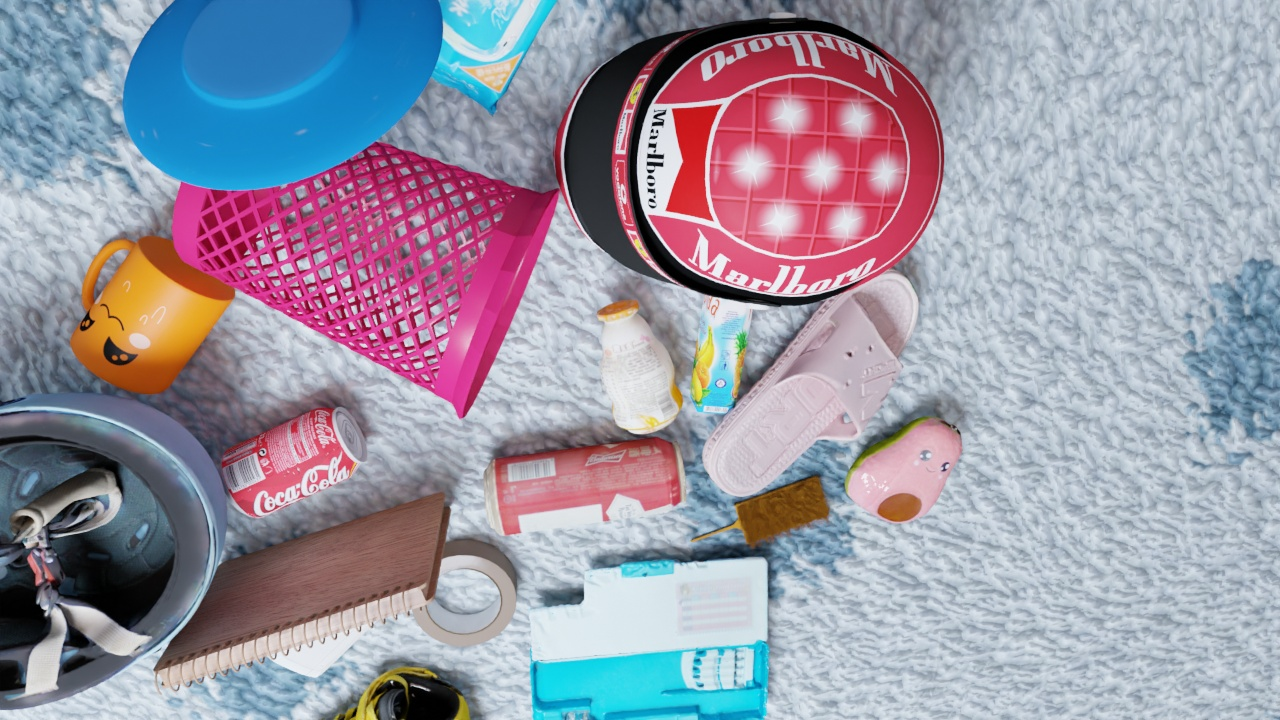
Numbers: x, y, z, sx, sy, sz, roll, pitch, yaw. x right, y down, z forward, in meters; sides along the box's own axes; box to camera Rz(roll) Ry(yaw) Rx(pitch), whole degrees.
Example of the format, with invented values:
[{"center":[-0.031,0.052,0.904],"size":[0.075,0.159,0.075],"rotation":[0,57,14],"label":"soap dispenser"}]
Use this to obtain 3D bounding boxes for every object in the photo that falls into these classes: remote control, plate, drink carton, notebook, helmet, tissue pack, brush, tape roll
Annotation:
[{"center":[-0.271,0.228,0.823],"size":[0.138,0.025,0.060],"rotation":[-44,124,7],"label":"remote control"},{"center":[-0.244,-0.211,0.612],"size":[0.224,0.224,0.024],"rotation":[-18,152,-1],"label":"plate"},{"center":[0.069,-0.019,0.780],"size":[0.038,0.044,0.129],"rotation":[5,109,-9],"label":"drink carton"},{"center":[-0.262,0.181,0.739],"size":[0.210,0.169,0.022],"rotation":[-18,108,-1],"label":"notebook"},{"center":[0.078,-0.138,0.646],"size":[0.271,0.224,0.198],"rotation":[1,103,-8],"label":"helmet"},{"center":[-0.436,0.122,0.701],"size":[0.266,0.166,0.225],"rotation":[-23,109,7],"label":"helmet"},{"center":[-0.112,-0.266,0.671],"size":[0.093,0.061,0.144],"rotation":[30,102,-14],"label":"tissue pack"},{"center":[0.112,0.149,0.851],"size":[0.126,0.017,0.048],"rotation":[-19,109,0],"label":"brush"},{"center":[-0.159,0.211,0.833],"size":[0.093,0.030,0.094],"rotation":[-2,108,-6],"label":"tape roll"}]

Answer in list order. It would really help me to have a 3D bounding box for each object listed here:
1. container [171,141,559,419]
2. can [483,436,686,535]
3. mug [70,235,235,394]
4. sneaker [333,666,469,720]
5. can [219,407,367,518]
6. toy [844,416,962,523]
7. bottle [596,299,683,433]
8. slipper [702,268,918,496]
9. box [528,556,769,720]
[{"center":[-0.199,-0.085,0.670],"size":[0.225,0.183,0.183],"rotation":[23,104,-5],"label":"container"},{"center":[-0.048,0.108,0.794],"size":[0.170,0.067,0.067],"rotation":[-8,108,-4],"label":"can"},{"center":[-0.387,-0.046,0.711],"size":[0.112,0.077,0.096],"rotation":[43,100,15],"label":"mug"},{"center":[-0.265,0.357,0.838],"size":[0.238,0.086,0.122],"rotation":[-4,114,-9],"label":"sneaker"},{"center":[-0.286,0.083,0.761],"size":[0.105,0.064,0.064],"rotation":[-24,108,2],"label":"can"},{"center":[0.241,0.096,0.831],"size":[0.090,0.051,0.110],"rotation":[33,100,-16],"label":"toy"},{"center":[-0.005,0.004,0.769],"size":[0.063,0.063,0.109],"rotation":[-17,108,-1],"label":"bottle"},{"center":[0.156,0.028,0.774],"size":[0.239,0.064,0.094],"rotation":[-46,121,0],"label":"slipper"},{"center":[0.008,0.269,0.867],"size":[0.226,0.039,0.182],"rotation":[-3,107,-6],"label":"box"}]
